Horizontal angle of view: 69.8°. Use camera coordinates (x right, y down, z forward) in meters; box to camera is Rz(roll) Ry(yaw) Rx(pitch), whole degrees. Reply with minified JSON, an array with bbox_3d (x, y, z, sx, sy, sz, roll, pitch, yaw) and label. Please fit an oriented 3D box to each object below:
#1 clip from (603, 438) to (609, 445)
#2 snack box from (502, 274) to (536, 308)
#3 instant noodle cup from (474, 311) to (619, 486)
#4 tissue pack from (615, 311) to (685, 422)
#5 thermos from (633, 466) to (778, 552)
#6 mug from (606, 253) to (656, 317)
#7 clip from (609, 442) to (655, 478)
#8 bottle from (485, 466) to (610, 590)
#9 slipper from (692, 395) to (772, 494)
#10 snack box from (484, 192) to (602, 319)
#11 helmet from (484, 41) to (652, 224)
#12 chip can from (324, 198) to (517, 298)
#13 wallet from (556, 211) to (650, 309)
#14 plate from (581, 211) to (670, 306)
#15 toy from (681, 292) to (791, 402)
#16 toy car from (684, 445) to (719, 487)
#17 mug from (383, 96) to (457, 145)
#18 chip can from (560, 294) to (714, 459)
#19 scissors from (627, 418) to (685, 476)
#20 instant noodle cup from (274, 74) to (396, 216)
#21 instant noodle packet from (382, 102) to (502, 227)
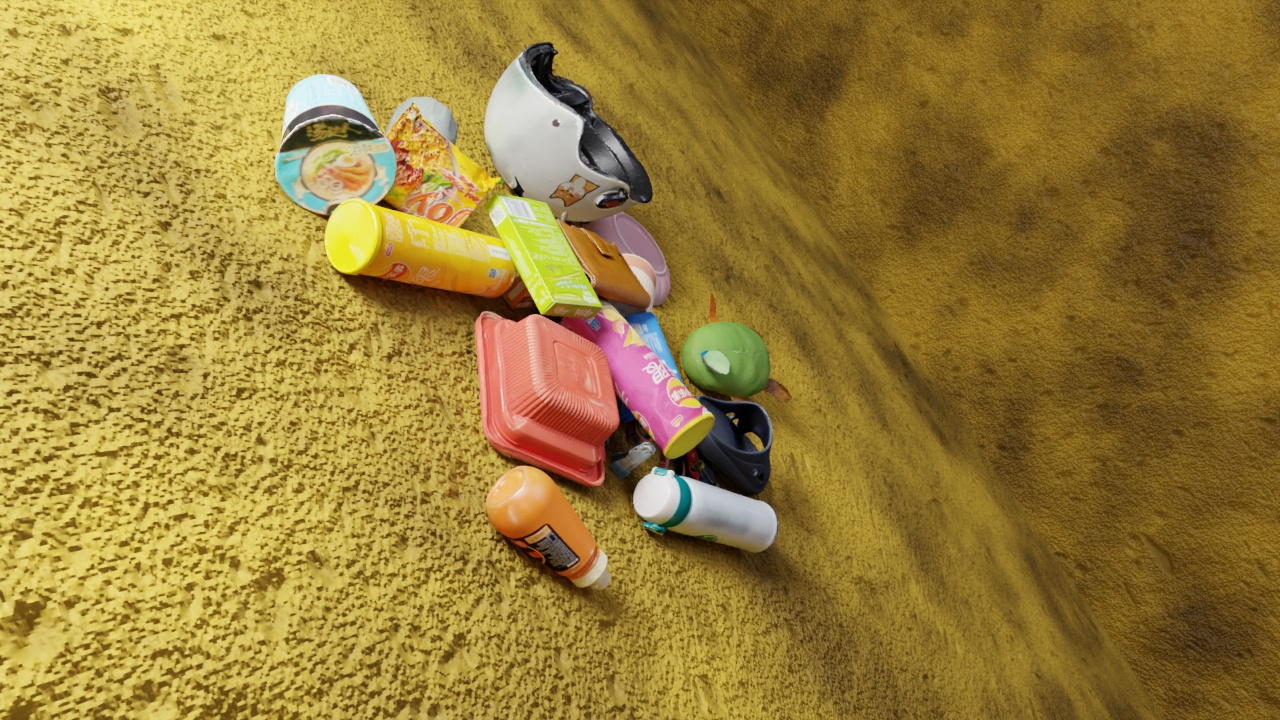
[{"bbox_3d":[-0.059,0.076,1.059,0.054,0.013,0.032,60,25,12],"label":"clip"},{"bbox_3d":[-0.102,-0.100,1.139,0.026,0.075,0.153,53,24,11],"label":"snack box"},{"bbox_3d":[-0.093,0.028,0.980,0.164,0.079,0.188,27,36,-39],"label":"instant noodle cup"},{"bbox_3d":[-0.007,0.007,1.158,0.094,0.052,0.157,-10,59,-19],"label":"tissue pack"},{"bbox_3d":[0.078,0.184,1.099,0.224,0.073,0.073,24,37,-46],"label":"thermos"},{"bbox_3d":[-0.018,-0.072,1.265,0.105,0.082,0.115,-82,160,-55],"label":"mug"},{"bbox_3d":[-0.007,0.112,1.049,0.026,0.058,0.042,50,26,-17],"label":"clip"},{"bbox_3d":[-0.078,0.164,0.855,0.149,0.067,0.066,50,23,-25],"label":"bottle"},{"bbox_3d":[0.140,0.108,1.252,0.268,0.083,0.110,38,27,-58],"label":"slipper"},{"bbox_3d":[-0.108,-0.117,1.029,0.085,0.026,0.156,0,55,-53],"label":"snack box"},{"bbox_3d":[-0.116,-0.289,1.275,0.274,0.157,0.229,39,24,-52],"label":"helmet"},{"bbox_3d":[-0.219,-0.111,0.950,0.213,0.072,0.072,5,52,-59],"label":"chip can"},{"bbox_3d":[-0.052,-0.120,1.124,0.130,0.035,0.119,12,45,-58],"label":"wallet"},{"bbox_3d":[-0.013,-0.174,1.445,0.192,0.039,0.192,41,27,-26],"label":"plate"},{"bbox_3d":[0.143,0.000,1.432,0.246,0.090,0.226,7,62,-54],"label":"toy"},{"bbox_3d":[0.076,0.137,1.190,0.049,0.031,0.106,54,13,-28],"label":"toy car"},{"bbox_3d":[-0.250,-0.232,1.068,0.103,0.084,0.124,-95,167,-51],"label":"mug"},{"bbox_3d":[-0.007,0.015,1.074,0.210,0.071,0.071,48,21,22],"label":"chip can"},{"bbox_3d":[0.023,0.077,1.200,0.205,0.015,0.201,14,45,-54],"label":"scissors"},{"bbox_3d":[-0.309,-0.222,0.915,0.111,0.111,0.120,29,25,-42],"label":"instant noodle cup"},{"bbox_3d":[-0.231,-0.195,0.994,0.128,0.111,0.044,40,13,-27],"label":"instant noodle packet"}]
